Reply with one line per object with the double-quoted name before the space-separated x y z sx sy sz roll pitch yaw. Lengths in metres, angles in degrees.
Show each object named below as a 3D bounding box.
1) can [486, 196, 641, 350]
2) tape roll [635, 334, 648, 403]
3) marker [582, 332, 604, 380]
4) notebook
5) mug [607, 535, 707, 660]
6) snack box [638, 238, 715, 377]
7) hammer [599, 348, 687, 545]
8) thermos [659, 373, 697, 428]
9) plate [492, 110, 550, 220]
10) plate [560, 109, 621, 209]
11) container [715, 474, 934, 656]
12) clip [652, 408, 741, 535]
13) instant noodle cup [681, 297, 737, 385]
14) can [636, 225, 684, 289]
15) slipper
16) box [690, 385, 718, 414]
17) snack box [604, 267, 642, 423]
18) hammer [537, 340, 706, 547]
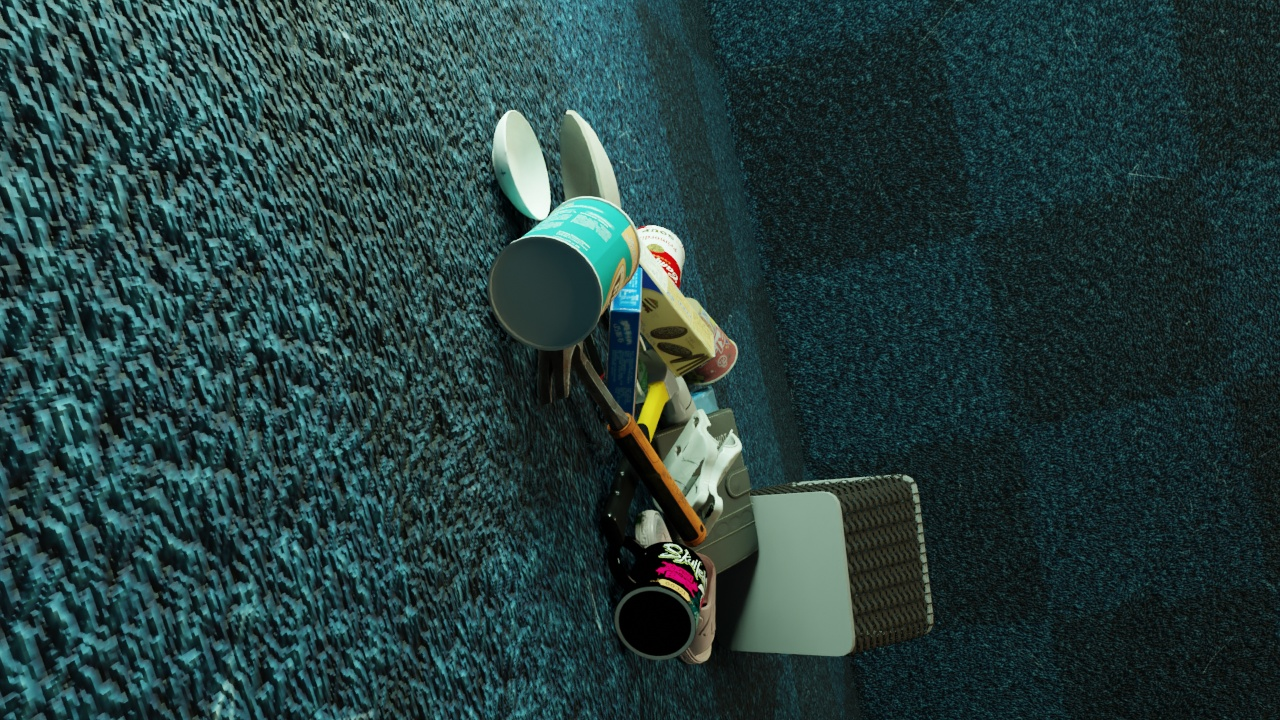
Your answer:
"can" -0.064 -0.081 0.819 0.143 0.099 0.099 -60 136 -64
"tape roll" -0.007 0.007 1.161 0.093 0.018 0.094 -11 89 -76
"marker" -0.067 -0.043 0.960 0.023 0.021 0.145 -127 -162 -67
"notebook" 0.091 0.181 1.238 0.169 0.030 0.209 -16 97 -44
"mug" 0.011 0.232 0.947 0.118 0.082 0.098 48 18 -5
"snack box" 0.009 -0.076 1.097 0.207 0.057 0.056 50 22 -23
"hammer" 0.001 0.091 1.052 0.322 0.029 0.127 -67 143 -59
"thermos" 0.066 0.105 1.295 0.052 0.052 0.224 -86 159 -46
"plate" -0.117 -0.181 0.866 0.104 0.026 0.104 -11 90 -75
"plate" -0.047 -0.167 0.958 0.189 0.027 0.188 167 -89 -77
"container" 0.263 0.305 1.374 0.243 0.248 0.245 5 78 -51
"clip" 0.078 0.149 1.100 0.126 0.099 0.152 -63 -149 26
"instant noodle cup" 0.083 -0.033 1.410 0.112 0.100 0.100 55 26 -40
"can" 0.010 -0.110 1.182 0.116 0.087 0.087 -80 154 -55
"slipper" 0.058 0.275 1.102 0.094 0.064 0.239 -81 154 -55
"box" 0.102 0.162 1.439 0.093 0.054 0.231 -24 102 -58
"snack box" -0.018 -0.015 0.994 0.087 0.034 0.152 -88 -178 -53
"hammer" -0.012 0.089 0.937 0.314 0.035 0.137 58 25 -29
